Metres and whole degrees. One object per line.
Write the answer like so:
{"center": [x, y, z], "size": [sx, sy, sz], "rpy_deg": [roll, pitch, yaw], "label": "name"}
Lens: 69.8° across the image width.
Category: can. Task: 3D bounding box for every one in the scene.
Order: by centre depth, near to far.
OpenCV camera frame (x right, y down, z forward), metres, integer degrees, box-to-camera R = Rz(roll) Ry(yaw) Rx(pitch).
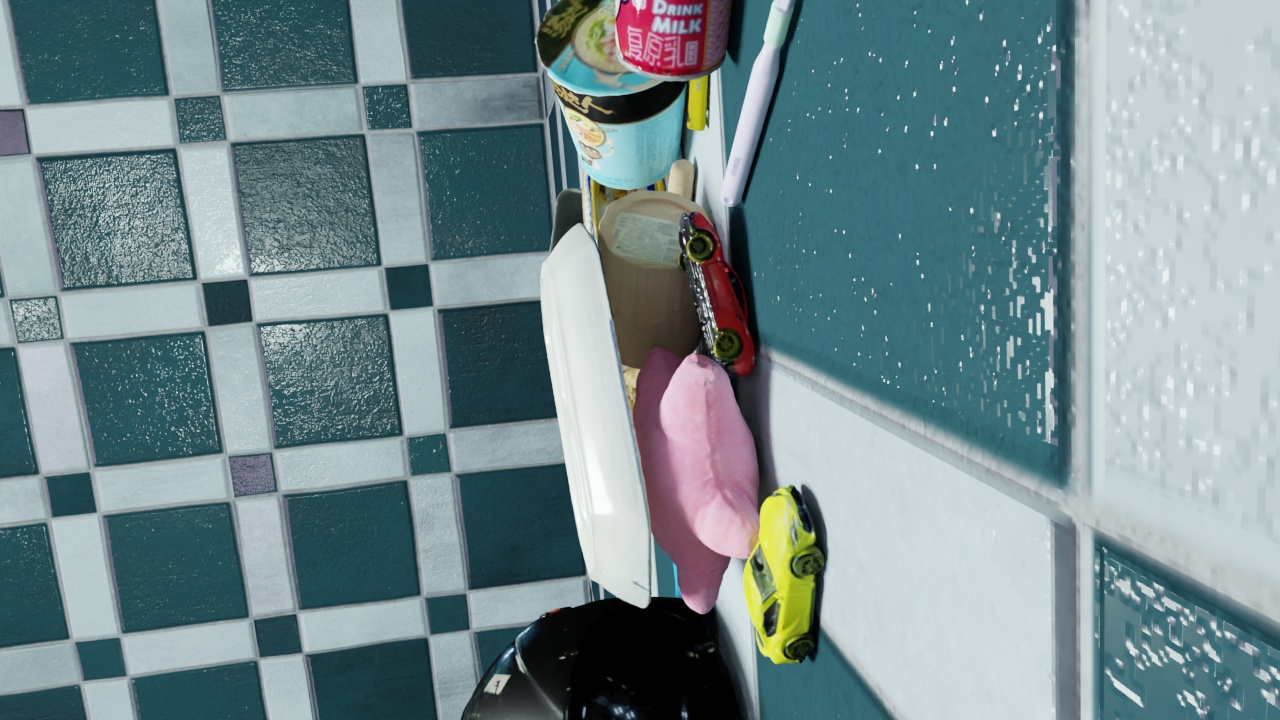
{"center": [0.019, -0.214, 0.511], "size": [0.094, 0.066, 0.066], "rpy_deg": [92, 169, -46], "label": "can"}
{"center": [-0.009, -0.122, 0.774], "size": [0.049, 0.074, 0.148], "rpy_deg": [-150, 54, -78], "label": "can"}

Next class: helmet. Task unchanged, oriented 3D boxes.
{"center": [-0.037, 0.315, 0.736], "size": [0.276, 0.229, 0.233], "rpy_deg": [-18, 74, 43], "label": "helmet"}

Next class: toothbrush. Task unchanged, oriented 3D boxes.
{"center": [0.059, -0.133, 0.461], "size": [0.021, 0.029, 0.189], "rpy_deg": [-55, -11, -22], "label": "toothbrush"}
{"center": [0.035, -0.235, 0.565], "size": [0.015, 0.016, 0.190], "rpy_deg": [-105, 12, -55], "label": "toothbrush"}

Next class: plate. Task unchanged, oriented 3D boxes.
{"center": [-0.036, 0.037, 0.628], "size": [0.162, 0.034, 0.265], "rpy_deg": [111, 150, -70], "label": "plate"}

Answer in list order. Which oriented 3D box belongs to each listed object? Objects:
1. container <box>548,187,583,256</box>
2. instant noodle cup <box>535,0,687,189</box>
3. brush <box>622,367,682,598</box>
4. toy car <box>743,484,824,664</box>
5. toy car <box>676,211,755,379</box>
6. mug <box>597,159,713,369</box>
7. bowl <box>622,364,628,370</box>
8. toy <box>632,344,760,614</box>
{"center": [-0.034, -0.094, 0.881], "size": [0.114, 0.090, 0.090], "rpy_deg": [88, -173, -64], "label": "container"}
{"center": [-0.012, -0.189, 0.665], "size": [0.121, 0.111, 0.111], "rpy_deg": [81, 179, -60], "label": "instant noodle cup"}
{"center": [0.024, 0.109, 0.786], "size": [0.045, 0.083, 0.255], "rpy_deg": [-37, -56, -46], "label": "brush"}
{"center": [0.073, 0.115, 0.488], "size": [0.048, 0.032, 0.105], "rpy_deg": [-107, 15, -58], "label": "toy car"}
{"center": [0.046, -0.040, 0.563], "size": [0.049, 0.031, 0.106], "rpy_deg": [139, 114, -81], "label": "toy car"}
{"center": [0.014, -0.072, 0.669], "size": [0.104, 0.084, 0.124], "rpy_deg": [96, -167, -51], "label": "mug"}
{"center": [-0.005, 0.005, 0.822], "size": [0.065, 0.118, 0.118], "rpy_deg": [-7, 88, 44], "label": "bowl"}
{"center": [0.031, 0.059, 0.594], "size": [0.195, 0.074, 0.178], "rpy_deg": [103, 153, -59], "label": "toy"}
